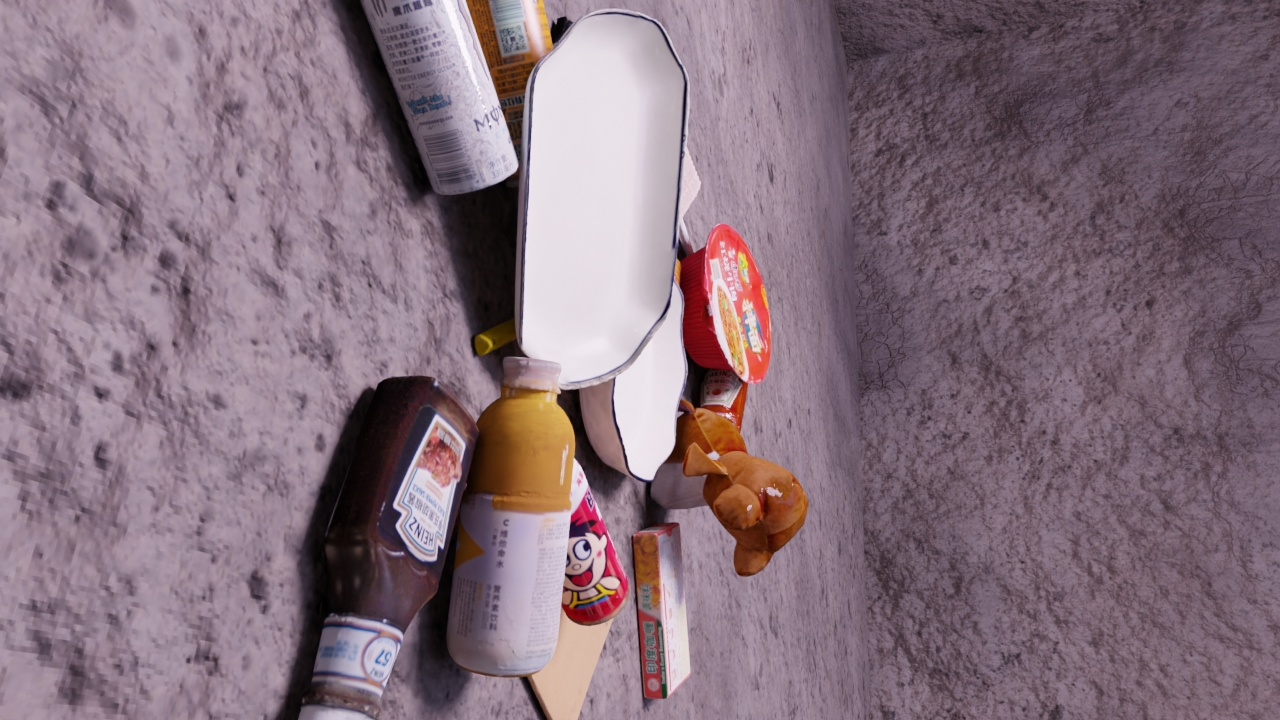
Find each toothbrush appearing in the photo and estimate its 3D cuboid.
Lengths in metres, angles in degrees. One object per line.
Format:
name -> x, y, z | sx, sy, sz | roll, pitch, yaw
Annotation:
toothbrush -> 0.044, -0.160, 1.085 | 0.180, 0.016, 0.016 | 65, 32, -49
toothbrush -> -0.077, -0.033, 0.706 | 0.189, 0.017, 0.016 | -37, 120, -67

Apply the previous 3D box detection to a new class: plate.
plate -> -0.005, 0.005, 0.828 | 0.204, 0.046, 0.205 | 4, 90, -71
plate -> -0.033, -0.111, 0.658 | 0.161, 0.034, 0.266 | -18, 119, -46

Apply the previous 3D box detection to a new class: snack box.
snack box -> 0.022, 0.242, 0.902 | 0.077, 0.027, 0.155 | 4, 82, -71

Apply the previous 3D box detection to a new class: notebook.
notebook -> -0.067, 0.165, 0.696 | 0.149, 0.012, 0.212 | -66, 145, -53

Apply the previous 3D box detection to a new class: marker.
marker -> -0.073, -0.243, 0.769 | 0.022, 0.018, 0.130 | 51, 37, -43

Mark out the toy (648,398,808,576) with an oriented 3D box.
toy -> 0.074, 0.121, 0.925 | 0.199, 0.130, 0.140 | 55, -13, 47

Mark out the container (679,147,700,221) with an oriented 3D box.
container -> -0.013, -0.160, 0.767 | 0.089, 0.090, 0.111 | -60, 140, -25

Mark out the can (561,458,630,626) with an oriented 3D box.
can -> -0.051, 0.126, 0.655 | 0.053, 0.053, 0.133 | -69, 147, -51

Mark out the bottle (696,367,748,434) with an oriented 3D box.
bottle -> 0.109, 0.017, 1.155 | 0.205, 0.060, 0.060 | -74, 151, -46

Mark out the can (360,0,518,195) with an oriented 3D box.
can -> -0.122, -0.176, 0.552 | 0.058, 0.058, 0.147 | -66, 145, -54

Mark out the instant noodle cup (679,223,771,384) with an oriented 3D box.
instant noodle cup -> 0.092, -0.062, 1.088 | 0.193, 0.066, 0.193 | 34, 50, -55

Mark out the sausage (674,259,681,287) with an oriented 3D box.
sausage -> 0.030, -0.046, 1.002 | 0.021, 0.021, 0.164 | 54, 36, -55

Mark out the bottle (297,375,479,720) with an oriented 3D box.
bottle -> -0.133, 0.105, 0.477 | 0.080, 0.044, 0.194 | 63, 30, -52

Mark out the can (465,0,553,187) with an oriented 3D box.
can -> -0.087, -0.202, 0.657 | 0.058, 0.058, 0.146 | -52, 134, -62

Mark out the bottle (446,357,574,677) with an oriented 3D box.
bottle -> -0.077, 0.093, 0.565 | 0.068, 0.068, 0.189 | 18, 77, -69
